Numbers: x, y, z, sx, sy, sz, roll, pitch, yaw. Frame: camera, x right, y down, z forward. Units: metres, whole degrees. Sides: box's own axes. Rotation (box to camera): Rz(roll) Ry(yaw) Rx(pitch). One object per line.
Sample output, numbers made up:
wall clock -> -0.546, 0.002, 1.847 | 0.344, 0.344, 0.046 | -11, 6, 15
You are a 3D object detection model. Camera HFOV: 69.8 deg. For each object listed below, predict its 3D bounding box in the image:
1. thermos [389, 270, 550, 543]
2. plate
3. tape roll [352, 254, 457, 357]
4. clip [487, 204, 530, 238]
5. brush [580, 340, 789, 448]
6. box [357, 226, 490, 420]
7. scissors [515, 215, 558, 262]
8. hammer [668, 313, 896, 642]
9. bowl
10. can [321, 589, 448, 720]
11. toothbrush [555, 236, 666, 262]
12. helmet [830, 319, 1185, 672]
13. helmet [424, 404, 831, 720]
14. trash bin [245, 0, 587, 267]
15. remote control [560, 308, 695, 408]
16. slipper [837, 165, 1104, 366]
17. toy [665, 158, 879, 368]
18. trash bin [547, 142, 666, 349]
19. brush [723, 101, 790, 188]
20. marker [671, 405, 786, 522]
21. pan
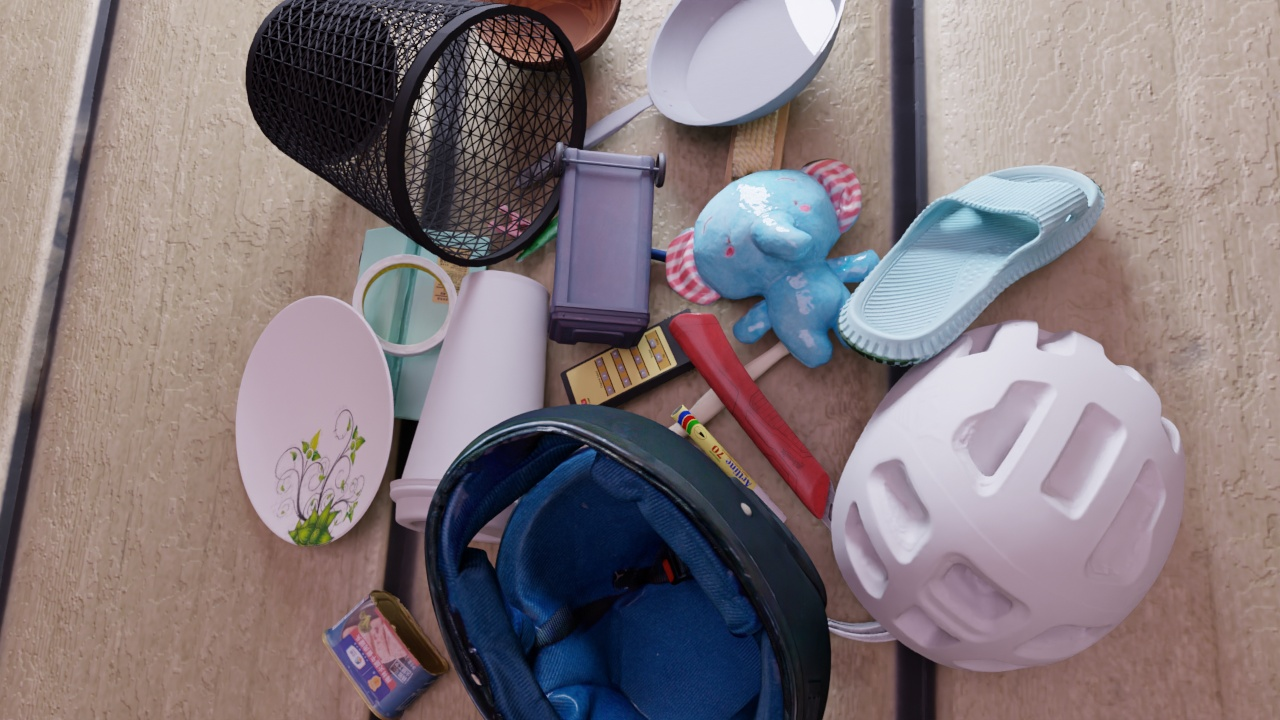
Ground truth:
thermos -> -0.136, 0.039, 0.802 | 0.131, 0.131, 0.221 | 3, 70, 12
plate -> -0.296, 0.055, 0.852 | 0.230, 0.030, 0.229 | -4, 84, 34
tape roll -> -0.216, -0.050, 0.845 | 0.094, 0.019, 0.094 | 2, 81, -11
clip -> -0.123, -0.125, 0.883 | 0.044, 0.023, 0.060 | -42, 71, 4
brush -> 0.061, 0.033, 0.797 | 0.272, 0.062, 0.077 | -33, 89, -1
box -> -0.219, -0.035, 0.872 | 0.138, 0.057, 0.187 | 2, 79, 19
scissors -> -0.066, -0.126, 0.860 | 0.071, 0.014, 0.130 | 38, 71, 23
hammer -> 0.127, 0.088, 0.750 | 0.126, 0.036, 0.315 | -39, 83, 2
bowl -> -0.085, -0.340, 0.898 | 0.147, 0.069, 0.147 | -2, 77, 10
can -> -0.223, 0.255, 0.801 | 0.059, 0.054, 0.100 | -44, 73, -2
toothbrush -> 0.004, -0.105, 0.855 | 0.190, 0.016, 0.017 | 15, 74, 15
helmet -> 0.285, 0.089, 0.682 | 0.224, 0.184, 0.281 | 46, 57, 5
helmet -> -0.008, 0.172, 0.670 | 0.249, 0.235, 0.316 | -36, 91, 7
trash bin -> -0.211, -0.226, 0.823 | 0.243, 0.217, 0.217 | 26, 83, 30
remote control -> -0.005, 0.005, 0.821 | 0.133, 0.013, 0.058 | -27, 49, 4
slipper -> 0.262, -0.095, 0.727 | 0.275, 0.069, 0.116 | -38, 45, -22
toy -> 0.119, -0.082, 0.765 | 0.183, 0.115, 0.180 | -28, 67, 1
trash bin -> -0.034, -0.095, 0.794 | 0.093, 0.092, 0.160 | 4, 76, -7
brush -> 0.107, -0.204, 0.843 | 0.049, 0.039, 0.117 | 6, 73, 14
marker -> 0.075, 0.089, 0.769 | 0.014, 0.014, 0.132 | -43, 98, 0
pan -> 0.032, -0.254, 0.854 | 0.357, 0.050, 0.200 | -32, 51, 20
